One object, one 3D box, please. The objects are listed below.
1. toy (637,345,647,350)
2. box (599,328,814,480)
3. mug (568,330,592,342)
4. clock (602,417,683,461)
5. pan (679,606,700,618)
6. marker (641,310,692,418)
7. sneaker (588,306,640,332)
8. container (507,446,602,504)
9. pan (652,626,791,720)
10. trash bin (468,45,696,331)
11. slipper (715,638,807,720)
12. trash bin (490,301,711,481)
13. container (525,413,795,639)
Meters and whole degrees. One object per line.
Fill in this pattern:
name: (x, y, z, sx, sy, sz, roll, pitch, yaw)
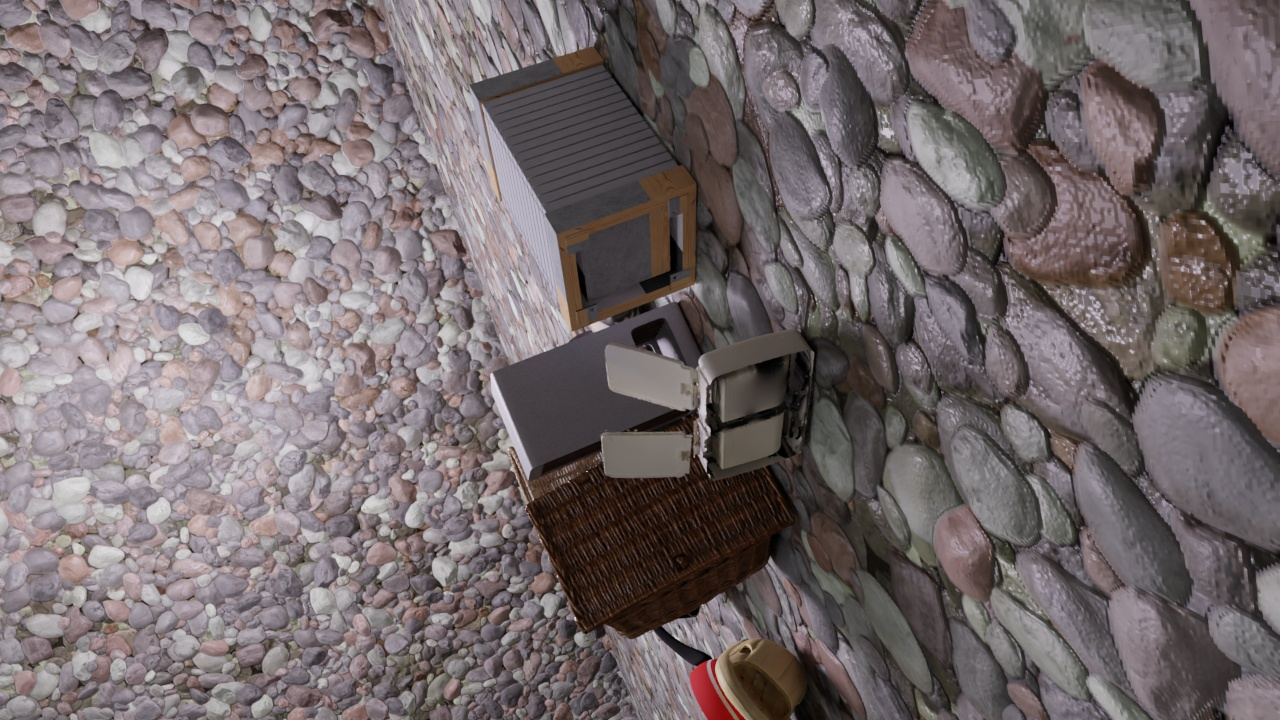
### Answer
toy: (-0.008, 0.007, 1.266, 0.093, 0.050, 0.102, 44, 156, 50)
box: (0.058, 0.040, 0.795, 0.146, 0.186, 0.065, 89, -178, -46)
mug: (-0.056, 0.026, 1.436, 0.123, 0.096, 0.110, 36, -160, -47)
clock: (0.021, 0.113, 1.178, 0.073, 0.157, 0.121, -2, 154, 42)
pan: (0.013, 0.212, 1.323, 0.225, 0.034, 0.356, -83, -28, -64)
marker: (0.034, 0.005, 1.182, 0.011, 0.011, 0.152, 133, 115, -76)
sneaker: (-0.075, -0.134, 1.211, 0.241, 0.089, 0.102, 60, 173, 10)
container: (-0.122, 0.235, 1.765, 0.227, 0.196, 0.227, 158, 90, -77)
pan: (0.107, 0.434, 1.235, 0.356, 0.067, 0.209, 49, -176, 35)
trash bin: (-0.061, -0.184, 0.966, 0.143, 0.142, 0.246, 86, 158, -53)
slipper: (0.157, 0.388, 1.148, 0.111, 0.079, 0.261, 44, -178, 11)
trash bin: (-0.045, 0.038, 1.067, 0.115, 0.228, 0.114, 119, 128, -74)
container: (0.032, 0.199, 1.037, 0.162, 0.250, 0.183, 60, 175, 31)
